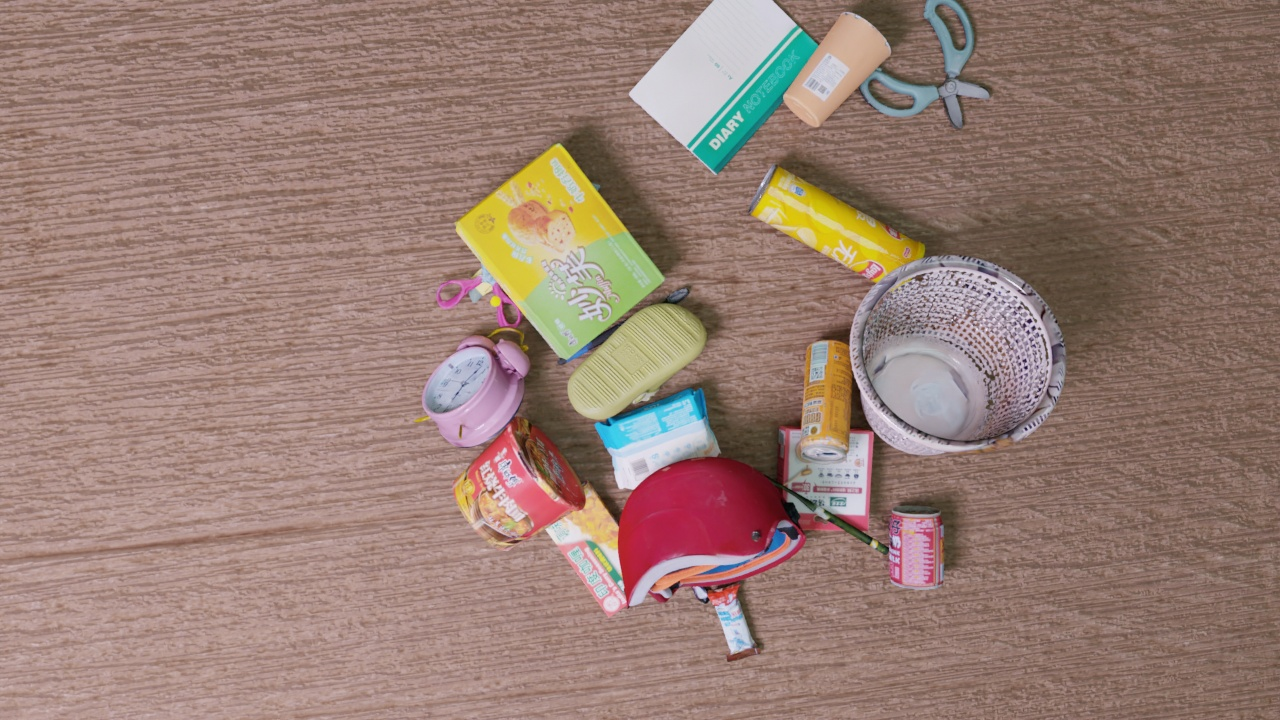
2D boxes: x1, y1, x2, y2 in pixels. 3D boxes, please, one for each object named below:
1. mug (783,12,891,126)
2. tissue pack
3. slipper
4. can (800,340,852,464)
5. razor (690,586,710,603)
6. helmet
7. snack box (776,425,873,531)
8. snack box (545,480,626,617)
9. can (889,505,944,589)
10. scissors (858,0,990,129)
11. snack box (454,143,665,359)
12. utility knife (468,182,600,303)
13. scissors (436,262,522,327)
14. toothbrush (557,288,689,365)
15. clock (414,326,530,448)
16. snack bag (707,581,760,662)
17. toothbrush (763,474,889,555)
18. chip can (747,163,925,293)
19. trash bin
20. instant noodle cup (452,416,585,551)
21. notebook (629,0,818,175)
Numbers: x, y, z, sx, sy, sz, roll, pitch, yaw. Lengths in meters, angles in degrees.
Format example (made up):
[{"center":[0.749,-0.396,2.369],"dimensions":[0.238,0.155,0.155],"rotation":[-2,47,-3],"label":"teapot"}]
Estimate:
[{"center":[0.237,-0.352,1.125],"dimensions":[0.078,0.078,0.123],"rotation":[40,93,-5],"label":"mug"},{"center":[0.024,0.095,1.133],"dimensions":[0.140,0.063,0.090],"rotation":[-20,96,-2],"label":"tissue pack"},{"center":[-0.007,0.007,1.123],"dimensions":[0.190,0.082,0.091],"rotation":[-37,73,-16],"label":"slipper"},{"center":[0.228,0.050,1.120],"dimensions":[0.058,0.058,0.145],"rotation":[11,65,-4],"label":"can"},{"center":[0.047,0.251,1.163],"dimensions":[0.042,0.022,0.143],"rotation":[-34,95,-1],"label":"razor"},{"center":[0.077,0.189,1.075],"dimensions":[0.207,0.239,0.143],"rotation":[-31,67,27],"label":"helmet"},{"center":[0.231,0.148,1.159],"dimensions":[0.113,0.044,0.127],"rotation":[3,91,-5],"label":"snack box"},{"center":[-0.053,0.236,1.152],"dimensions":[0.077,0.027,0.156],"rotation":[-35,94,-1],"label":"snack box"},{"center":[0.349,0.235,1.160],"dimensions":[0.066,0.066,0.094],"rotation":[-1,93,-4],"label":"can"},{"center":[0.353,-0.368,1.159],"dimensions":[0.179,0.019,0.170],"rotation":[-14,95,-4],"label":"scissors"},{"center":[-0.096,-0.128,1.097],"dimensions":[0.157,0.070,0.210],"rotation":[-40,99,-7],"label":"snack box"},{"center":[-0.134,-0.150,1.134],"dimensions":[0.213,0.022,0.031],"rotation":[-41,98,5],"label":"utility knife"},{"center":[-0.191,-0.097,1.123],"dimensions":[0.135,0.017,0.133],"rotation":[-15,99,-8],"label":"scissors"},{"center":[-0.021,-0.043,1.149],"dimensions":[0.189,0.016,0.014],"rotation":[-29,89,-1],"label":"toothbrush"},{"center":[-0.191,0.024,1.090],"dimensions":[0.158,0.117,0.060],"rotation":[-57,133,-22],"label":"clock"},{"center":[0.119,0.333,1.168],"dimensions":[0.048,0.026,0.104],"rotation":[-15,95,-4],"label":"snack bag"},{"center":[0.226,0.193,1.131],"dimensions":[0.186,0.012,0.017],"rotation":[31,95,-5],"label":"toothbrush"},{"center":[0.241,-0.162,1.134],"dimensions":[0.213,0.072,0.072],"rotation":[28,90,-4],"label":"chip can"},{"center":[0.347,0.018,1.070],"dimensions":[0.227,0.192,0.227],"rotation":[-1,71,4],"label":"trash bin"},{"center":[-0.148,0.153,1.096],"dimensions":[0.109,0.137,0.138],"rotation":[-39,94,8],"label":"instant noodle cup"},{"center":[0.110,-0.358,1.146],"dimensions":[0.150,0.012,0.209],"rotation":[42,89,-5],"label":"notebook"}]
